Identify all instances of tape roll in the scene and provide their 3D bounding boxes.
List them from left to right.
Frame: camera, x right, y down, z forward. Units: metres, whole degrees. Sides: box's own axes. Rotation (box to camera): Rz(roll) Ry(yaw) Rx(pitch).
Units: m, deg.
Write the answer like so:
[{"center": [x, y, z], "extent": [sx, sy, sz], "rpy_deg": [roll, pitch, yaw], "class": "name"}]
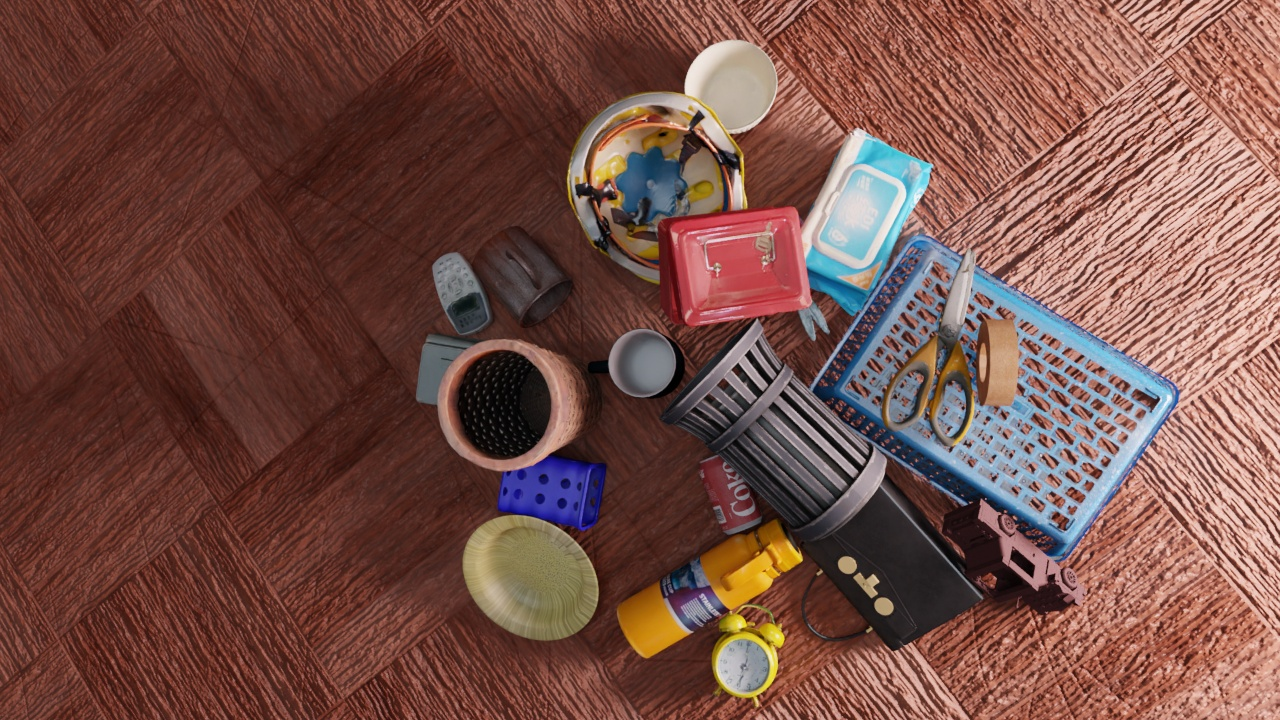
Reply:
[{"center": [0.382, 0.002, 0.986], "extent": [0.027, 0.094, 0.094], "rpy_deg": [1, 87, 11], "class": "tape roll"}]

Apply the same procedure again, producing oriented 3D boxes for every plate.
[{"center": [-0.137, 0.273, 1.185], "extent": [0.184, 0.036, 0.184], "rpy_deg": [6, 112, 15], "class": "plate"}]

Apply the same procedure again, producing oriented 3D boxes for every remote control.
[{"center": [-0.243, -0.091, 1.247], "extent": [0.060, 0.028, 0.114], "rpy_deg": [-24, 83, 10], "class": "remote control"}]

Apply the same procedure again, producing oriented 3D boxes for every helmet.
[{"center": [0.018, -0.220, 1.143], "extent": [0.209, 0.139, 0.240], "rpy_deg": [-32, 116, 4], "class": "helmet"}]

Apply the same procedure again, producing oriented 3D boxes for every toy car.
[{"center": [0.423, 0.235, 1.043], "extent": [0.170, 0.061, 0.070], "rpy_deg": [40, 139, -8], "class": "toy car"}]

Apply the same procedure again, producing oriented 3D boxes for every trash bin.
[{"center": [-0.137, 0.052, 1.125], "extent": [0.151, 0.210, 0.151], "rpy_deg": [0, 88, 12], "class": "trash bin"}, {"center": [0.161, 0.088, 1.078], "extent": [0.227, 0.164, 0.164], "rpy_deg": [44, 96, 0], "class": "trash bin"}]

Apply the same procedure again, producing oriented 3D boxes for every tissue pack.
[{"center": [0.263, -0.170, 1.124], "extent": [0.117, 0.066, 0.209], "rpy_deg": [27, 92, 8], "class": "tissue pack"}]

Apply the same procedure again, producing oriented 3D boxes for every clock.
[{"center": [0.131, 0.360, 1.133], "extent": [0.083, 0.057, 0.118], "rpy_deg": [13, 82, 12], "class": "clock"}]

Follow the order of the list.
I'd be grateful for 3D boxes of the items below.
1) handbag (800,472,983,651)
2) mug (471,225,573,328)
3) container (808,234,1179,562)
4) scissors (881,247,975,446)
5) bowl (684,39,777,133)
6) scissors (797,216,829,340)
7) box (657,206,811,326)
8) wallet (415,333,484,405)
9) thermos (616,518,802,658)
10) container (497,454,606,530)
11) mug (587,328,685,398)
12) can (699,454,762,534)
[{"center": [0.276, 0.266, 1.114], "extent": [0.196, 0.072, 0.176], "rpy_deg": [-44, 80, 18], "class": "handbag"}, {"center": [-0.155, -0.114, 1.183], "extent": [0.110, 0.123, 0.096], "rpy_deg": [43, 76, 10], "class": "mug"}, {"center": [0.411, 0.040, 1.073], "extent": [0.362, 0.089, 0.257], "rpy_deg": [34, 94, 12], "class": "container"}, {"center": [0.333, -0.020, 1.037], "extent": [0.114, 0.016, 0.229], "rpy_deg": [9, 88, 12], "class": "scissors"}, {"center": [0.117, -0.340, 1.167], "extent": [0.115, 0.062, 0.115], "rpy_deg": [-1, 87, 12], "class": "bowl"}, {"center": [0.181, -0.097, 1.168], "extent": [0.101, 0.016, 0.178], "rpy_deg": [-18, 87, 6], "class": "scissors"}, {"center": [0.104, -0.114, 1.087], "extent": [0.157, 0.126, 0.137], "rpy_deg": [-7, 95, -7], "class": "box"}, {"center": [-0.234, 0.018, 1.231], "extent": [0.132, 0.054, 0.100], "rpy_deg": [7, 88, 17], "class": "wallet"}, {"center": [0.087, 0.281, 1.124], "extent": [0.233, 0.091, 0.076], "rpy_deg": [-33, 113, 10], "class": "thermos"}, {"center": [-0.113, 0.163, 1.179], "extent": [0.114, 0.085, 0.084], "rpy_deg": [10, 88, 13], "class": "container"}, {"center": [-0.007, 0.007, 1.159], "extent": [0.122, 0.094, 0.085], "rpy_deg": [-3, 86, 12], "class": "mug"}, {"center": [0.112, 0.164, 1.147], "extent": [0.054, 0.054, 0.096], "rpy_deg": [-23, 83, 10], "class": "can"}]
